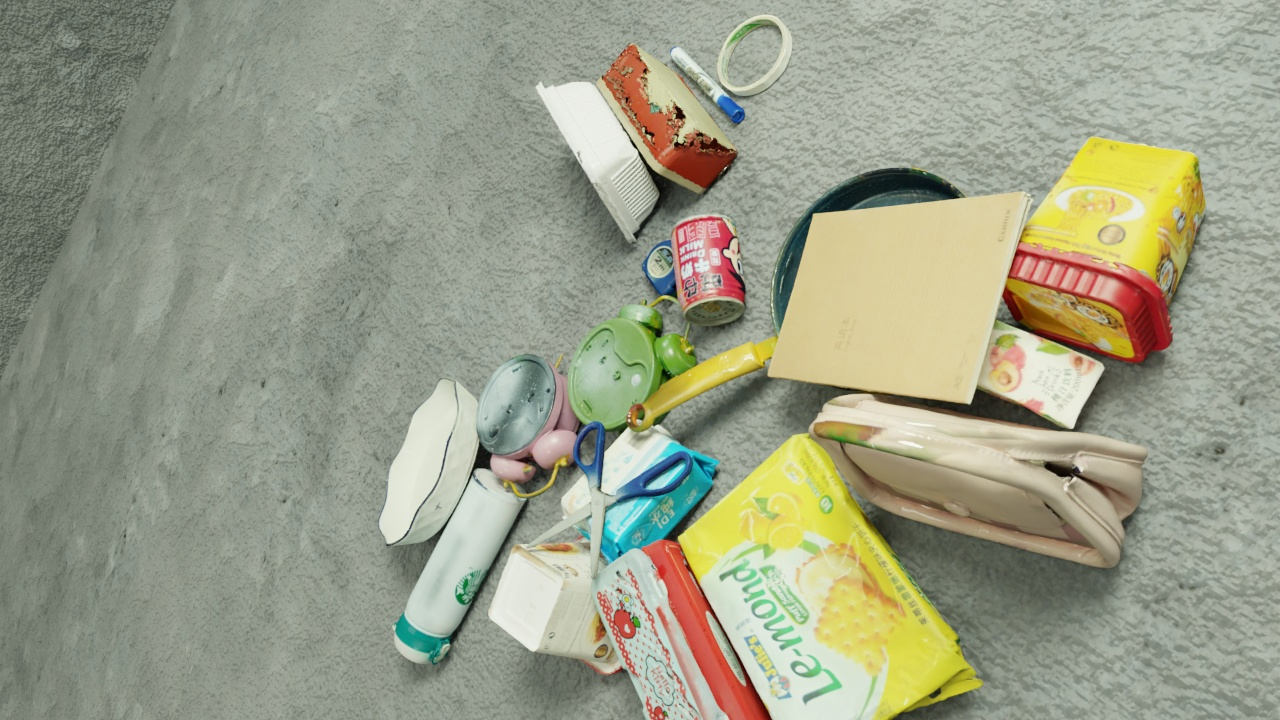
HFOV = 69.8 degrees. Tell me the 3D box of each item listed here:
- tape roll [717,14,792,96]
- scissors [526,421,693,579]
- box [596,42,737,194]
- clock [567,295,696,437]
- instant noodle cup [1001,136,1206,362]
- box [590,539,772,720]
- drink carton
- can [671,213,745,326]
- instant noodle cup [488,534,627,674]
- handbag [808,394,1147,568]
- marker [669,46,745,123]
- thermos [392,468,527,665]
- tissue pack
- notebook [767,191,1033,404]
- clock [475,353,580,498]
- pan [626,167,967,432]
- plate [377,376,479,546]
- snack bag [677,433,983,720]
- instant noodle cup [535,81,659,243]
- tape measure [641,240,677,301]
[{"bbox_3d":[0.119,-0.320,0.964,0.086,0.014,0.085,-14,68,37],"label":"tape roll"},{"bbox_3d":[-0.033,0.119,0.839,0.174,0.012,0.162,-30,44,3],"label":"scissors"},{"bbox_3d":[0.031,-0.264,0.970,0.077,0.091,0.168,-47,51,24],"label":"box"},{"bbox_3d":[-0.006,0.005,0.938,0.161,0.056,0.116,-54,50,14],"label":"clock"},{"bbox_3d":[0.330,-0.081,0.648,0.116,0.116,0.123,26,83,42],"label":"instant noodle cup"},{"bbox_3d":[0.029,0.258,0.771,0.098,0.095,0.201,-32,68,9],"label":"box"},{"bbox_3d":[0.269,0.001,0.682,0.122,0.045,0.053,26,93,14],"label":"drink carton"},{"bbox_3d":[0.067,-0.088,0.899,0.067,0.066,0.093,-21,63,34],"label":"can"},{"bbox_3d":[-0.067,0.228,0.873,0.116,0.124,0.116,22,91,43],"label":"instant noodle cup"},{"bbox_3d":[0.209,0.065,0.614,0.194,0.234,0.093,11,82,42],"label":"handbag"},{"bbox_3d":[0.071,-0.302,0.998,0.017,0.017,0.145,-48,51,19],"label":"marker"},{"bbox_3d":[-0.205,0.235,1.030,0.073,0.073,0.224,35,100,42],"label":"thermos"},{"bbox_3d":[-0.001,0.127,0.870,0.139,0.063,0.090,-46,45,-16],"label":"tissue pack"},{"bbox_3d":[0.186,-0.049,0.701,0.212,0.012,0.149,8,79,59],"label":"notebook"},{"bbox_3d":[-0.119,0.073,1.004,0.117,0.059,0.158,-23,55,29],"label":"clock"},{"bbox_3d":[0.137,-0.028,0.811,0.358,0.078,0.197,-37,55,26],"label":"pan"},{"bbox_3d":[-0.245,0.121,1.074,0.205,0.045,0.204,-44,34,40],"label":"plate"},{"bbox_3d":[0.144,0.189,0.743,0.158,0.068,0.246,-45,52,20],"label":"snack bag"},{"bbox_3d":[-0.040,-0.228,1.003,0.060,0.138,0.173,-32,55,3],"label":"instant noodle cup"},{"bbox_3d":[0.031,-0.097,0.961,0.055,0.025,0.058,-45,56,18],"label":"tape measure"}]
